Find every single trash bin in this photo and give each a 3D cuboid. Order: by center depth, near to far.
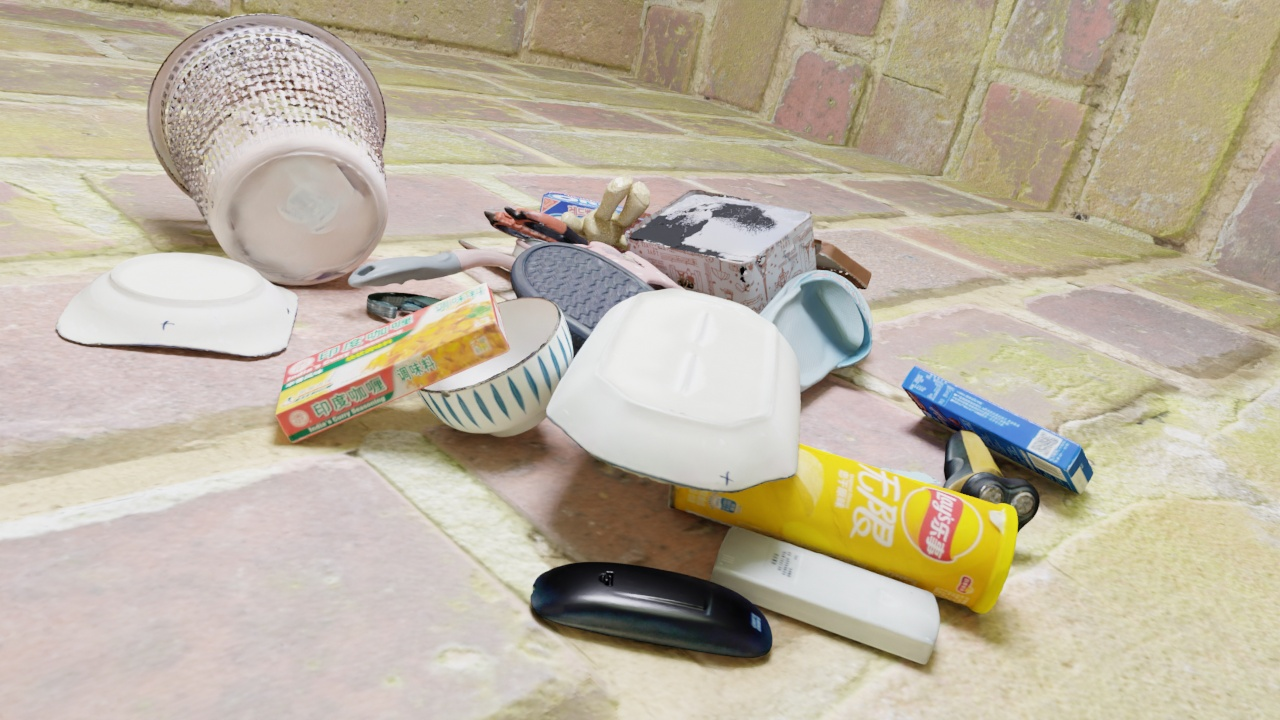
[{"bbox_3d":[-0.333,-0.182,0.868,0.227,0.228,0.192,-1,39,-31],"label":"trash bin"}]

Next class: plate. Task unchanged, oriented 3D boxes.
[{"bbox_3d":[0.035,0.004,0.628,0.162,0.034,0.265,15,24,6],"label":"plate"},{"bbox_3d":[-0.365,-0.053,0.741,0.164,0.034,0.163,5,23,-17],"label":"plate"}]

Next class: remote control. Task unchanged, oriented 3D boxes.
[{"bbox_3d":[0.008,0.133,0.506,0.136,0.024,0.053,11,23,-4],"label":"remote control"},{"bbox_3d":[0.111,0.140,0.553,0.135,0.019,0.056,17,22,11],"label":"remote control"}]

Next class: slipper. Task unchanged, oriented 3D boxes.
[{"bbox_3d":[-0.004,0.004,0.761,0.268,0.084,0.110,35,37,8],"label":"slipper"},{"bbox_3d":[0.178,-0.035,0.892,0.074,0.104,0.244,-25,3,35],"label":"slipper"},{"bbox_3d":[-0.032,-0.091,0.955,0.114,0.054,0.275,12,11,-47],"label":"slipper"}]

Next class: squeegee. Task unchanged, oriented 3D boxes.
[{"bbox_3d":[-0.175,-0.088,0.889,0.248,0.040,0.249,27,20,31],"label":"squeegee"}]

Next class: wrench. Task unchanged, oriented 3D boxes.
[{"bbox_3d":[-0.114,-0.033,0.852,0.273,0.016,0.056,10,19,-8],"label":"wrench"}]

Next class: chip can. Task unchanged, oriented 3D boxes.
[{"bbox_3d":[0.128,0.097,0.601,0.213,0.072,0.071,16,22,11],"label":"chip can"}]

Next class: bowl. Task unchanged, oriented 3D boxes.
[{"bbox_3d":[-0.099,0.012,0.659,0.116,0.066,0.116,-17,30,10],"label":"bowl"}]

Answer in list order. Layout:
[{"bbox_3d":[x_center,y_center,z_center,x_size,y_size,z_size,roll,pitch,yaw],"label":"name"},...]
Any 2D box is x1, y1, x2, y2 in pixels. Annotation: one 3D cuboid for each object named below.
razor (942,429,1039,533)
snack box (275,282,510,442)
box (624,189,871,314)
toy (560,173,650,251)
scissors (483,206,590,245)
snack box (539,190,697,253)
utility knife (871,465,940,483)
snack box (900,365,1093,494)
[{"bbox_3d":[0.266,0.092,0.717,0.068,0.062,0.167,-15,10,16],"label":"razor"},{"bbox_3d":[-0.169,-0.001,0.630,0.155,0.027,0.077,-23,28,-3],"label":"snack box"},{"bbox_3d":[0.128,-0.124,1.042,0.179,0.125,0.273,20,22,39],"label":"box"},{"bbox_3d":[-0.039,-0.165,1.067,0.105,0.066,0.158,11,-22,-21],"label":"toy"},{"bbox_3d":[-0.065,-0.131,1.042,0.206,0.015,0.196,12,-11,16],"label":"scissors"},{"bbox_3d":[-0.028,-0.163,1.166,0.207,0.058,0.057,13,19,2],"label":"snack box"},{"bbox_3d":[0.133,0.084,0.702,0.216,0.018,0.034,5,21,-15],"label":"utility knife"},{"bbox_3d":[0.311,0.060,0.803,0.157,0.026,0.084,31,-2,38],"label":"snack box"}]
